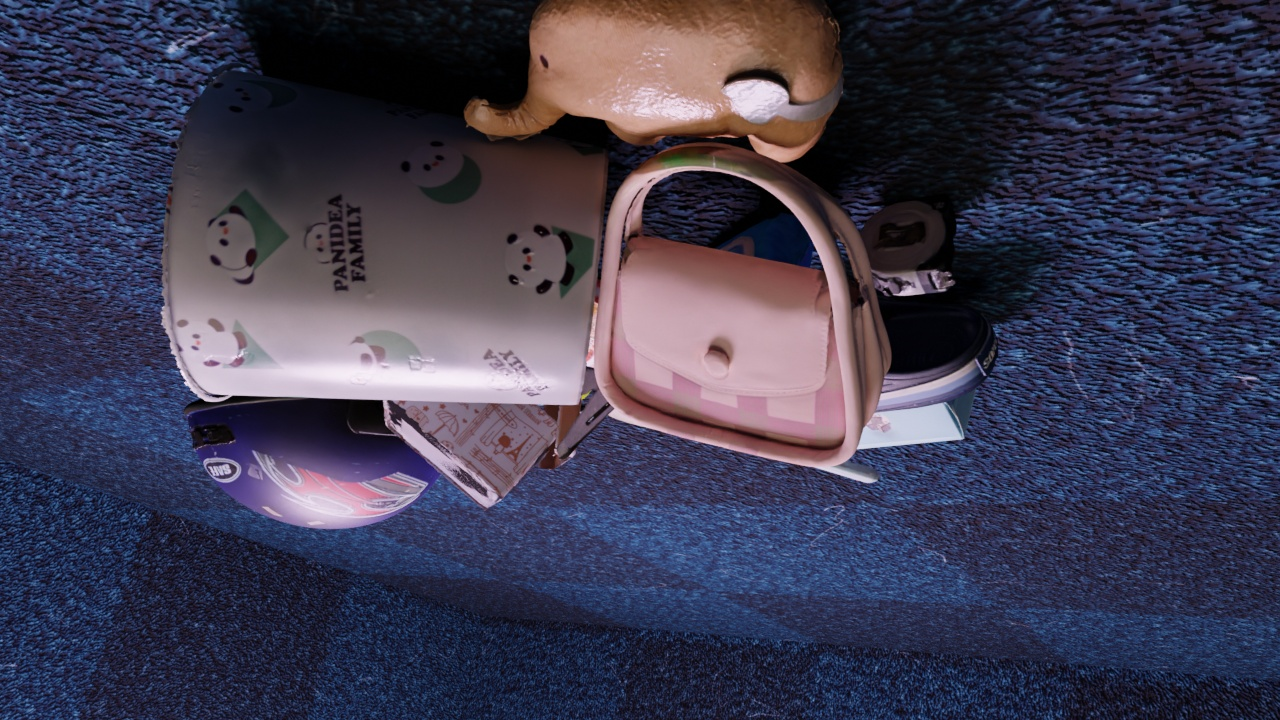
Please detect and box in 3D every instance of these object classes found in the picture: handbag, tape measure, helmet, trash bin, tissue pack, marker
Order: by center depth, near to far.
[{"bbox_3d":[0.059,-0.042,0.588,0.193,0.093,0.234,14,142,21],"label":"handbag"},{"bbox_3d":[0.096,-0.137,0.619,0.022,0.020,0.132,-7,157,-2],"label":"marker"},{"bbox_3d":[-0.157,-0.071,0.641,0.252,0.229,0.230,7,157,-5],"label":"trash bin"},{"bbox_3d":[0.189,-0.079,0.653,0.066,0.065,0.033,-6,148,29],"label":"tape measure"},{"bbox_3d":[0.078,-0.052,0.730,0.052,0.094,0.157,23,156,-23],"label":"tissue pack"},{"bbox_3d":[-0.339,0.044,0.945,0.248,0.239,0.315,-15,146,42],"label":"helmet"}]

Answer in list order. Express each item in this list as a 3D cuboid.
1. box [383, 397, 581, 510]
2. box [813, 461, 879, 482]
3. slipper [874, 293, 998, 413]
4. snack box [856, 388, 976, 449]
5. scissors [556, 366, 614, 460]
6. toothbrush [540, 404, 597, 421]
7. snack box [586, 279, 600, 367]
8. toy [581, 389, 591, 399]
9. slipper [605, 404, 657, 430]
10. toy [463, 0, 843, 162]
[{"bbox_3d":[-0.109,0.026,0.817,0.154,0.184,0.183,40,161,-3],"label":"box"},{"bbox_3d":[0.148,0.063,0.920,0.201,0.095,0.101,18,-165,-17],"label":"box"},{"bbox_3d":[0.166,-0.009,0.775,0.253,0.104,0.095,-4,133,41],"label":"slipper"},{"bbox_3d":[0.205,0.035,0.818,0.175,0.074,0.051,-12,126,41],"label":"snack box"},{"bbox_3d":[0.002,0.011,0.778,0.225,0.188,0.015,25,157,-37],"label":"scissors"},{"bbox_3d":[-0.135,0.043,1.135,0.191,0.016,0.018,21,145,-24],"label":"toothbrush"},{"bbox_3d":[-0.052,-0.036,0.906,0.075,0.025,0.153,16,156,-14],"label":"snack box"},{"bbox_3d":[-0.103,0.037,1.053,0.100,0.031,0.097,-5,-179,-8],"label":"toy"},{"bbox_3d":[0.090,0.054,1.013,0.274,0.054,0.114,11,161,-18],"label":"slipper"},{"bbox_3d":[0.000,-0.167,0.518,0.226,0.082,0.143,6,147,16],"label":"toy"}]
